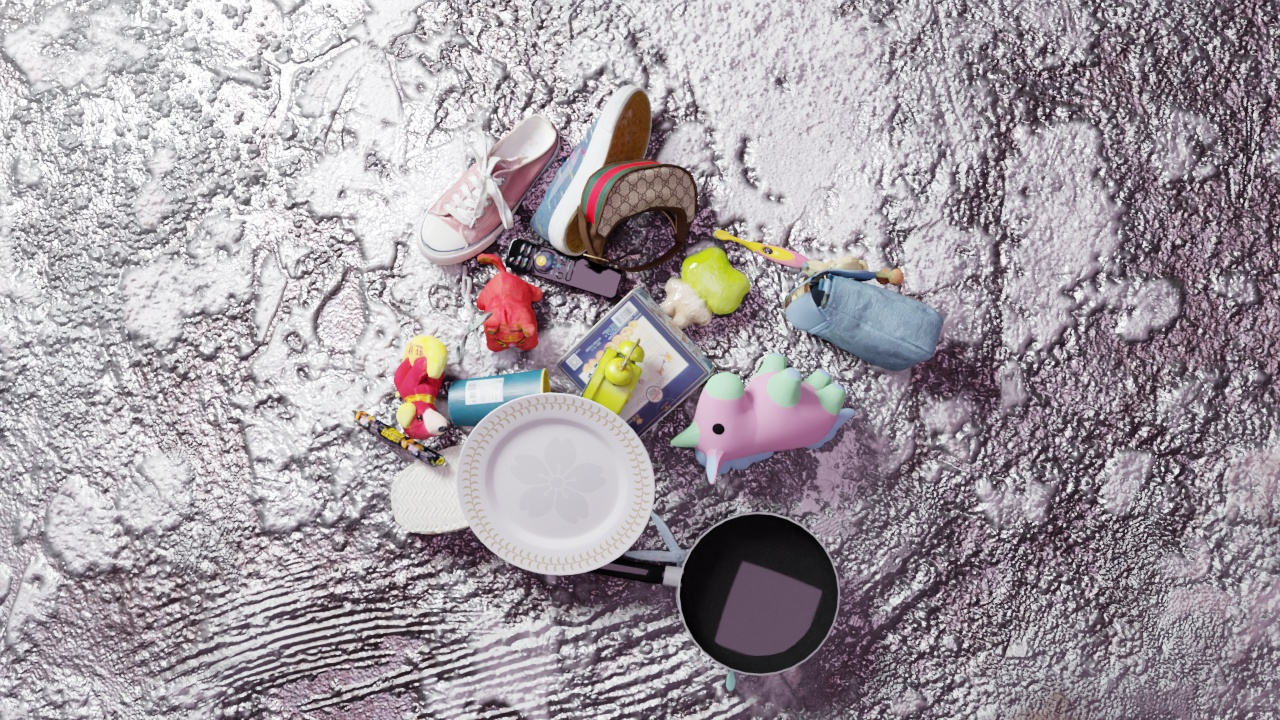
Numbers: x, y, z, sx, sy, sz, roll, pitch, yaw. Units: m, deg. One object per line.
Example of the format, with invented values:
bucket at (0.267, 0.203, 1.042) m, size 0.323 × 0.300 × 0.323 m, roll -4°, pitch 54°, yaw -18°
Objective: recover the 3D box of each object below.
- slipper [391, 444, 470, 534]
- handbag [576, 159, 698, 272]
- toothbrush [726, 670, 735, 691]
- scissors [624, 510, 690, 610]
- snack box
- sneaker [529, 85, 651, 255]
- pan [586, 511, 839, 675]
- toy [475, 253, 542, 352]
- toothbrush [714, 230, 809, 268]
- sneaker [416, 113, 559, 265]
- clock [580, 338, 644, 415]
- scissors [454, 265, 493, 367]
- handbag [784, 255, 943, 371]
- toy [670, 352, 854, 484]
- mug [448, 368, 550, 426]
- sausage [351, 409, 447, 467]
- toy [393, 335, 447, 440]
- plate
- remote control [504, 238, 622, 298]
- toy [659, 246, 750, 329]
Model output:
slipper at (-0.183, 0.153, 1.175) m, size 0.273 × 0.054 × 0.114 m, roll -16°, pitch 86°, yaw 2°
handbag at (-0.004, -0.179, 1.157) m, size 0.166 × 0.063 × 0.138 m, roll -16°, pitch 115°, yaw -33°
toothbrush at (0.124, 0.364, 1.205) m, size 0.022 × 0.017 × 0.135 m, roll 7°, pitch 86°, yaw -2°
scissors at (0.063, 0.276, 1.203) m, size 0.170 × 0.014 × 0.168 m, roll 2°, pitch 89°, yaw -3°
snack box at (-0.007, 0.007, 1.168) m, size 0.145 × 0.042 × 0.145 m, roll -42°, pitch 92°, yaw 17°
sneaker at (-0.064, -0.248, 1.185) m, size 0.079 × 0.087 × 0.235 m, roll 23°, pitch 84°, yaw 33°
pan at (0.075, 0.281, 1.174) m, size 0.356 × 0.044 × 0.204 m, roll 10°, pitch 88°, yaw 1°
toy at (-0.168, -0.077, 1.159) m, size 0.088 × 0.094 × 0.133 m, roll -15°, pitch 88°, yaw -3°
toothbrush at (0.161, -0.148, 1.213) m, size 0.135 × 0.016 × 0.021 m, roll 18°, pitch 87°, yaw -4°
sneaker at (-0.193, -0.220, 1.162) m, size 0.118 × 0.088 × 0.241 m, roll 41°, pitch 87°, yaw -1°
clock at (-0.033, 0.020, 1.108) m, size 0.057 × 0.083 × 0.119 m, roll 29°, pitch 123°, yaw -1°
scissors at (-0.213, -0.053, 1.156) m, size 0.014 × 0.142 × 0.174 m, roll 6°, pitch 55°, yaw -28°
handbag at (0.286, -0.068, 1.166) m, size 0.192 × 0.122 × 0.118 m, roll 22°, pitch 78°, yaw -2°
toy at (0.161, 0.080, 1.167) m, size 0.222 × 0.120 × 0.171 m, roll 18°, pitch 110°, yaw -25°
mug at (-0.179, 0.052, 1.168) m, size 0.121 × 0.078 × 0.078 m, roll -3°, pitch 89°, yaw 2°
sausage at (-0.309, 0.100, 1.166) m, size 0.155 × 0.020 × 0.020 m, roll 26°, pitch 88°, yaw 19°
toy at (-0.280, 0.034, 1.159) m, size 0.067 × 0.106 × 0.137 m, roll 10°, pitch 70°, yaw -41°
plate at (-0.104, 0.152, 1.122) m, size 0.242 × 0.016 × 0.243 m, roll 1°, pitch 108°, yaw 2°
remote control at (-0.100, -0.120, 1.199) m, size 0.152 × 0.020 × 0.041 m, roll 17°, pitch 89°, yaw -1°
toy at (0.079, -0.088, 1.194) m, size 0.118 × 0.043 × 0.092 m, roll -42°, pitch 93°, yaw 1°
